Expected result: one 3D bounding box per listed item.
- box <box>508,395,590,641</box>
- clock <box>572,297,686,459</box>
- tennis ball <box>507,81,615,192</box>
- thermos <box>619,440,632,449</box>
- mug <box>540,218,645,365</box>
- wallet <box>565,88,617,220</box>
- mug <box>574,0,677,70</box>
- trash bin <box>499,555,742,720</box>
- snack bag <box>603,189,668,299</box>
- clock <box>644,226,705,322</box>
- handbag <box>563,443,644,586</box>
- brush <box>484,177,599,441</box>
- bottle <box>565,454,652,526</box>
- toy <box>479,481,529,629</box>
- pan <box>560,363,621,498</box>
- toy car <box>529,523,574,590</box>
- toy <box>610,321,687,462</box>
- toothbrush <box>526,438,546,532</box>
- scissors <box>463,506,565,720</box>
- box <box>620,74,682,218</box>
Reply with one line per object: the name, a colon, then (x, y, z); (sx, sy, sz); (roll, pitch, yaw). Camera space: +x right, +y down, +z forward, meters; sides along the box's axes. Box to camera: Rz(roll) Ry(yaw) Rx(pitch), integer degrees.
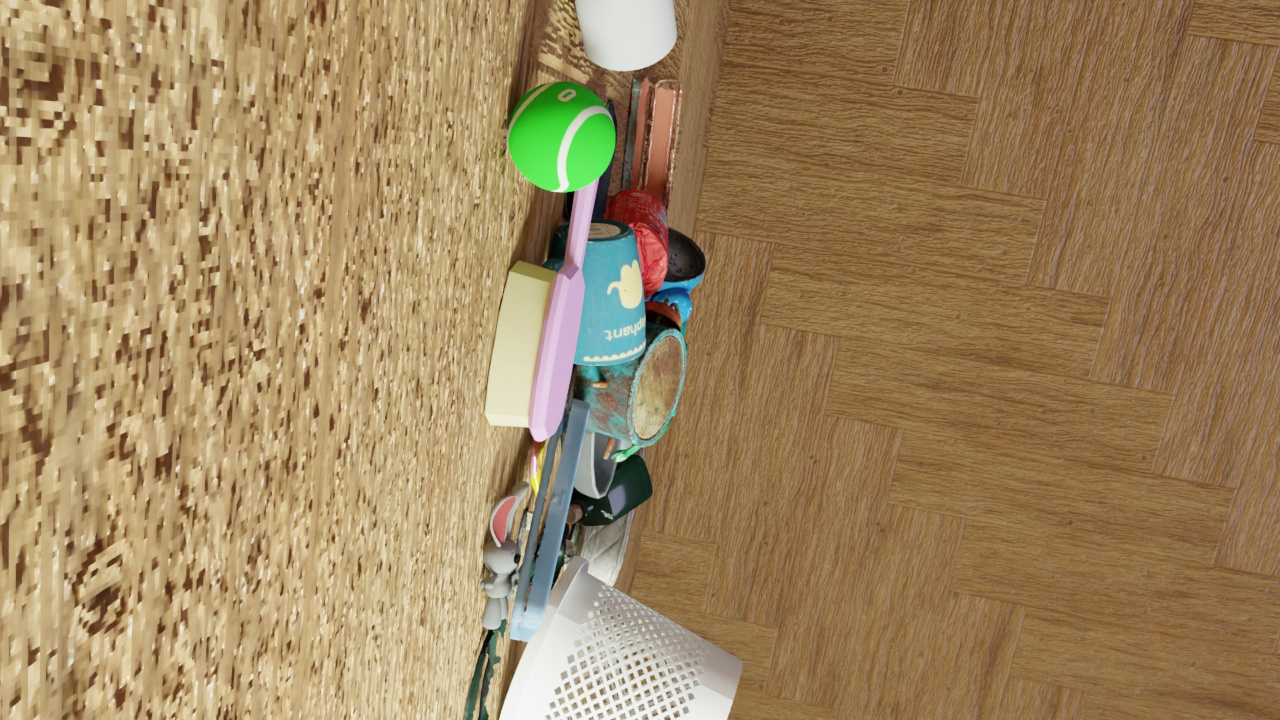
box: (-0.081, 0.125, 0.759); (0.066, 0.037, 0.209); (116, -11, -54)
clock: (-0.005, 0.005, 0.869); (0.157, 0.073, 0.121); (-51, 147, -40)
tennis ball: (-0.048, -0.135, 0.557); (0.065, 0.065, 0.065); (13, 88, -85)
thermos: (-0.025, 0.015, 1.142); (0.078, 0.065, 0.206); (-18, -126, 51)
mug: (-0.046, -0.055, 0.743); (0.111, 0.084, 0.104); (-27, 127, -47)
wallet: (-0.040, -0.171, 0.810); (0.089, 0.026, 0.115); (-7, 107, -86)
mug: (-0.019, -0.281, 0.665); (0.089, 0.071, 0.107); (75, -4, -58)
trash bin: (-0.013, 0.331, 0.942); (0.195, 0.199, 0.195); (23, 88, -83)
snack bag: (-0.010, -0.120, 0.911); (0.176, 0.082, 0.082); (-88, -175, -67)
clock: (0.008, -0.094, 1.031); (0.161, 0.117, 0.060); (-73, -177, -50)
handbag: (-0.050, 0.205, 1.228); (0.139, 0.072, 0.194); (109, -5, -59)
brush: (-0.065, -0.059, 0.653); (0.089, 0.043, 0.228); (-14, 114, -85)
bottle: (-0.046, 0.162, 1.099); (0.131, 0.061, 0.061); (-24, 100, -54)
toy: (-0.105, 0.149, 0.699); (0.049, 0.030, 0.112); (-39, 138, -75)
pan: (-0.056, 0.005, 0.924); (0.358, 0.041, 0.178); (84, 15, -53)
toy car: (-0.090, 0.204, 0.948); (0.092, 0.037, 0.040); (-67, 167, -68)
toy: (0.011, 0.030, 1.032); (0.131, 0.072, 0.192); (84, 24, -47)
toothbrush: (-0.093, 0.096, 0.830); (0.021, 0.016, 0.136); (-61, 159, -69)
scissors: (-0.109, 0.226, 0.809); (0.202, 0.015, 0.201); (27, 75, -75)
box: (0.007, -0.245, 1.087); (0.048, 0.085, 0.187); (-127, -146, -50)
